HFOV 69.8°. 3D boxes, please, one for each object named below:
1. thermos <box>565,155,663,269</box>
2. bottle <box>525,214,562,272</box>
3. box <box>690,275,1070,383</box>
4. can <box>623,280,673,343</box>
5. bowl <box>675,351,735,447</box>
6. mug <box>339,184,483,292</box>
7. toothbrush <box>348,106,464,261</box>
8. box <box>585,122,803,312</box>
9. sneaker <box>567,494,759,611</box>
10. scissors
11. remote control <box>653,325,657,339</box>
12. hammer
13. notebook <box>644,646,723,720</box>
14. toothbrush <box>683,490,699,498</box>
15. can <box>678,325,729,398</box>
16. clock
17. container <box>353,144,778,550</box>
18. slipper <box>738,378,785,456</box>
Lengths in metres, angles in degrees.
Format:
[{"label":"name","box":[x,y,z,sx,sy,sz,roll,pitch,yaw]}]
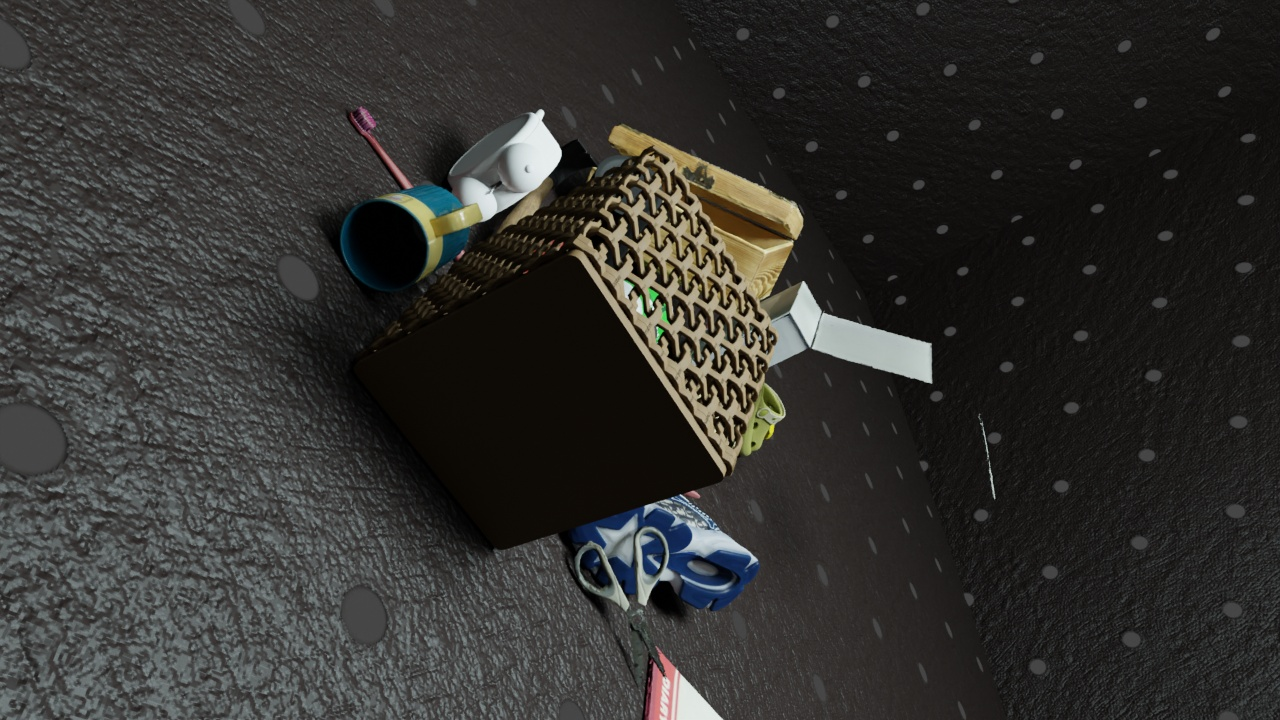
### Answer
[{"label":"thermos","box":[-0.050,-0.162,1.144,0.086,0.199,0.086,10,63,-20]},{"label":"bottle","box":[-0.120,-0.118,1.084,0.062,0.062,0.176,50,25,-31]},{"label":"box","box":[0.307,-0.042,1.236,0.166,0.479,0.119,-50,134,-64]},{"label":"can","box":[-0.018,-0.062,1.222,0.139,0.088,0.087,-1,66,-67]},{"label":"bowl","box":[0.070,0.071,1.288,0.151,0.075,0.150,47,27,-34]},{"label":"mug","box":[-0.197,-0.118,0.837,0.107,0.114,0.083,-54,128,-69]},{"label":"toothbrush","box":[-0.235,-0.177,0.949,0.190,0.016,0.016,55,22,-20]},{"label":"box","box":[0.082,-0.208,1.348,0.279,0.168,0.244,26,14,12]},{"label":"sneaker","box":[0.010,0.184,1.023,0.269,0.103,0.132,29,16,-38]},{"label":"scissors","box":[-0.014,0.244,0.923,0.154,0.163,0.012,23,2,-10]},{"label":"remote control","box":[-0.007,0.007,1.166,0.124,0.009,0.046,-66,155,-11]},{"label":"hammer","box":[-0.135,-0.164,1.057,0.040,0.133,0.304,51,33,-23]},{"label":"notebook","box":[0.045,0.417,0.925,0.153,0.012,0.208,53,23,-25]},{"label":"toothbrush","box":[-0.003,0.127,1.059,0.184,0.015,0.015,26,34,-27]},{"label":"can","box":[0.106,0.017,1.416,0.086,0.087,0.116,41,31,-45]},{"label":"clock","box":[-0.149,-0.214,1.038,0.073,0.125,0.160,53,18,-26]},{"label":"container","box":[-0.055,-0.008,0.807,0.219,0.252,0.213,56,32,-19]},{"label":"slipper","box":[0.187,0.071,1.462,0.191,0.081,0.091,90,-9,-46]}]
